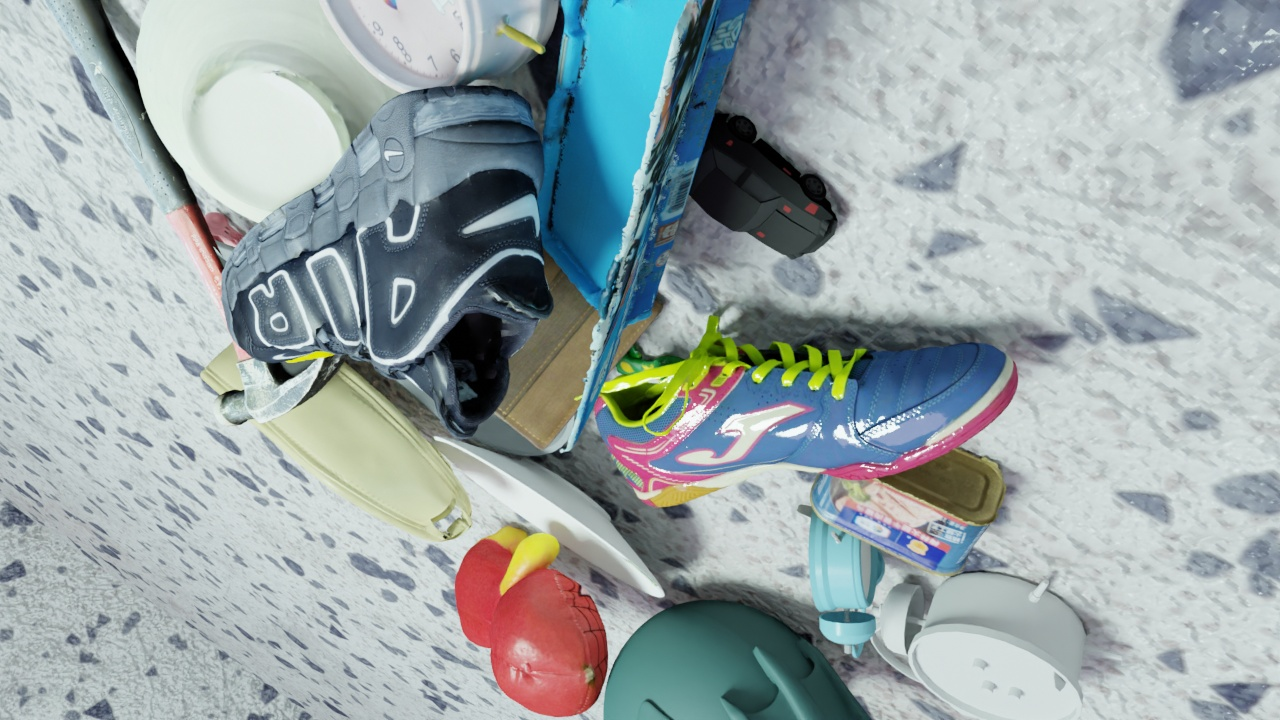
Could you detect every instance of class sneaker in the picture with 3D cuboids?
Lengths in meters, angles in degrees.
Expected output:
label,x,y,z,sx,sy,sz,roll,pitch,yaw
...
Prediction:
label,x,y,z,sx,sy,sz,roll,pitch,yaw
sneaker,-0.130,-0.021,0.494,0.253,0.097,0.150,-28,75,38
sneaker,0.071,0.020,0.492,0.242,0.116,0.091,-18,109,37

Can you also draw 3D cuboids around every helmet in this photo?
label,x,y,z,sx,sy,sz,roll,pitch,yaw
helmet,0.091,0.309,0.723,0.275,0.176,0.201,42,135,31

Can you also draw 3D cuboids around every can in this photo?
label,x,y,z,sx,sy,sz,roll,pitch,yaw
can,0.156,0.076,0.538,0.100,0.053,0.059,25,141,12

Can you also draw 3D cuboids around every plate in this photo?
label,x,y,z,sx,sy,sz,roll,pitch,yaw
plate,-0.070,0.119,0.759,0.229,0.030,0.230,31,163,10

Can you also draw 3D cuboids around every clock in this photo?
label,x,y,z,sx,sy,sz,roll,pitch,yaw
clock,0.134,0.142,0.603,0.042,0.087,0.123,-3,120,24
clock,-0.111,-0.197,0.426,0.117,0.058,0.158,-14,117,49
clock,0.223,0.198,0.616,0.120,0.060,0.160,43,142,-12

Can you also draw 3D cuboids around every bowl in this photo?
label,x,y,z,sx,sy,sz,roll,pitch,yaw
bowl,-0.196,-0.133,0.505,0.176,0.057,0.177,0,127,0

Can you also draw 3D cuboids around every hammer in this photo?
label,x,y,z,sx,sy,sz,roll,pitch,yaw
hammer,-0.316,-0.109,0.645,0.141,0.036,0.326,-15,106,28

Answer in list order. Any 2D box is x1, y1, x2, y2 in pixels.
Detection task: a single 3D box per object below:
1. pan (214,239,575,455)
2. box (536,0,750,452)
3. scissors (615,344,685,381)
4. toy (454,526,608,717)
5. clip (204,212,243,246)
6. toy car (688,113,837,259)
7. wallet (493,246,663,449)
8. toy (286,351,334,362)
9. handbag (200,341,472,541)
label,x,y,z,sx,sy,sz,roll,pitch,yaw
pan,-0.194,-0.041,0.681,0.357,0.050,0.201,24,142,19
box,0.002,-0.090,0.408,0.070,0.170,0.244,-1,144,-14
scissors,-0.006,0.006,0.620,0.125,0.011,0.130,28,143,17
toy,-0.099,0.234,0.812,0.216,0.098,0.147,18,121,62
clip,-0.333,-0.097,0.752,0.044,0.023,0.060,-3,132,34
toy car,0.053,-0.082,0.451,0.091,0.036,0.042,39,144,-5
wallet,-0.059,-0.018,0.562,0.098,0.121,0.027,40,-174,-9
toy,-0.225,-0.045,0.604,0.095,0.094,0.041,13,-174,-10
handbag,-0.252,0.056,0.785,0.233,0.088,0.191,26,161,39
